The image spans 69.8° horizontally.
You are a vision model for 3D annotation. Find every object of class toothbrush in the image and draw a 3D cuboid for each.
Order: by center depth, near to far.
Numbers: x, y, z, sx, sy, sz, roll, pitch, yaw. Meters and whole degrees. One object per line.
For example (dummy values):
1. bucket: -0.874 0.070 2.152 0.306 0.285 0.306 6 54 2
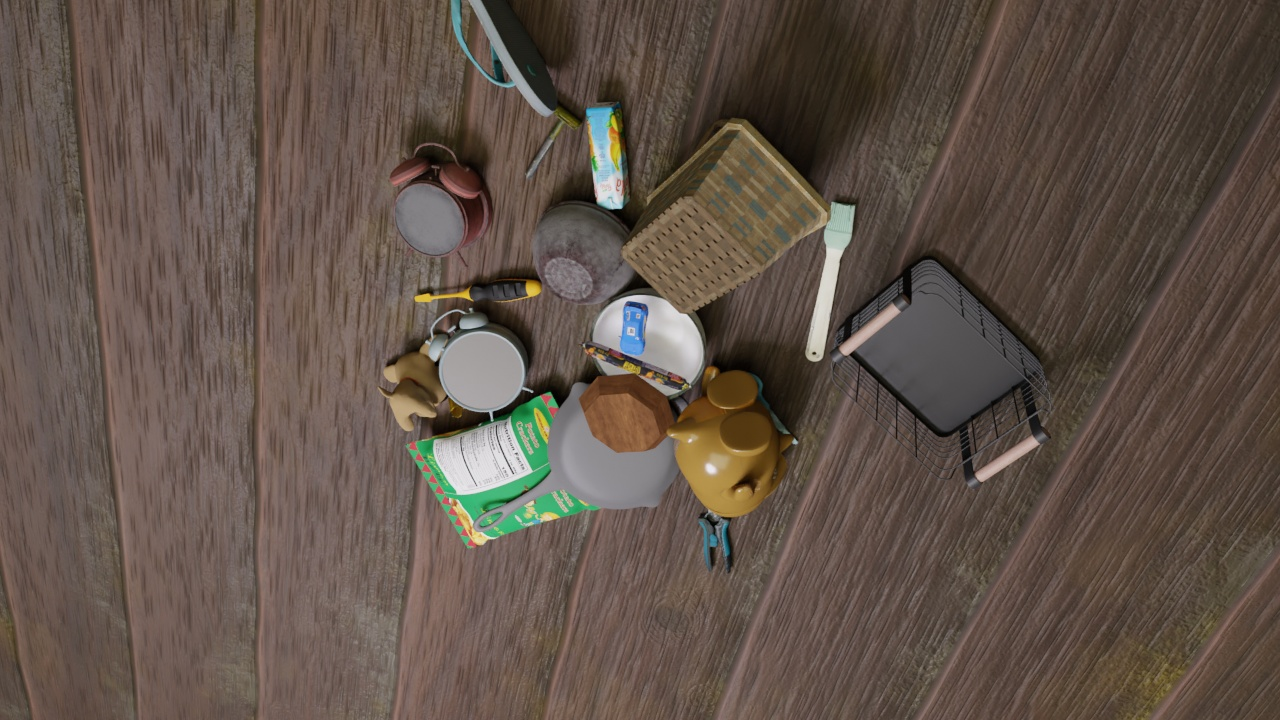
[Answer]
1. toothbrush: -0.225 -0.093 1.263 0.197 0.030 0.031 -3 101 20

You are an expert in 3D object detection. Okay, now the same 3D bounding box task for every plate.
1. plate: -0.021 0.076 1.212 0.131 0.025 0.131 9 126 12

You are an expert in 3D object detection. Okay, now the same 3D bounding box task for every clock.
1. clock: -0.260 -0.206 1.188 0.120 0.072 0.158 11 120 10
2. clock: -0.227 0.000 1.279 0.122 0.045 0.159 -35 106 6

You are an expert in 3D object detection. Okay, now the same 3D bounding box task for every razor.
1. razor: -0.117 -0.268 1.144 0.042 0.026 0.106 36 125 -7

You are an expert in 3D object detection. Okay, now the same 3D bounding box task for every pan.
1. pan: -0.087 0.154 1.288 0.355 0.024 0.216 -30 105 7

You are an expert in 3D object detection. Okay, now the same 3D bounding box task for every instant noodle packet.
1. instant noodle packet: -0.196 0.168 1.354 0.253 0.090 0.195 -20 109 20

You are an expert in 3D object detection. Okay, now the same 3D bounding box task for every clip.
1. clip: -0.256 0.066 1.351 0.047 0.053 0.039 -21 114 -7

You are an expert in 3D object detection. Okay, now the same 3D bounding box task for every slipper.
1. slipper: -0.182 -0.395 1.059 0.055 0.098 0.269 -27 98 25

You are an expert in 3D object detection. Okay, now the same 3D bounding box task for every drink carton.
1. drink carton: -0.039 -0.247 1.118 0.039 0.044 0.129 2 117 16

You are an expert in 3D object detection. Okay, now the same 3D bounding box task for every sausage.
1. sausage: -0.007 0.007 1.172 0.155 0.020 0.020 22 121 4

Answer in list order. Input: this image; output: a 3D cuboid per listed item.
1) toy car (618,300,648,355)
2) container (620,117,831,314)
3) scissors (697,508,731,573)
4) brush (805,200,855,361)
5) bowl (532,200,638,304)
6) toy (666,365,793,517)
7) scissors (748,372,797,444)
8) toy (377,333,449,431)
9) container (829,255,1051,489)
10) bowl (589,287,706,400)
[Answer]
1. toy car: -0.013 -0.037 1.126 0.033 0.061 0.092 11 119 10
2. container: 0.104 -0.177 1.050 0.157 0.186 0.250 43 157 -9
3. scissors: 0.105 0.256 1.356 0.129 0.019 0.138 39 118 -6
4. brush: 0.233 -0.093 1.141 0.033 0.012 0.218 11 121 10
5. bowl: -0.079 -0.123 1.159 0.145 0.067 0.145 14 137 14
6. toy: 0.125 0.128 1.213 0.162 0.198 0.204 -13 139 0
7. scissors: 0.170 0.066 1.244 0.138 0.015 0.063 40 125 -13
8. toy: -0.324 0.038 1.320 0.134 0.108 0.106 -29 122 27
9. container: 0.353 0.014 1.092 0.241 0.130 0.163 42 120 -8
10. bowl: 0.016 -0.030 1.200 0.153 0.072 0.154 7 119 13
